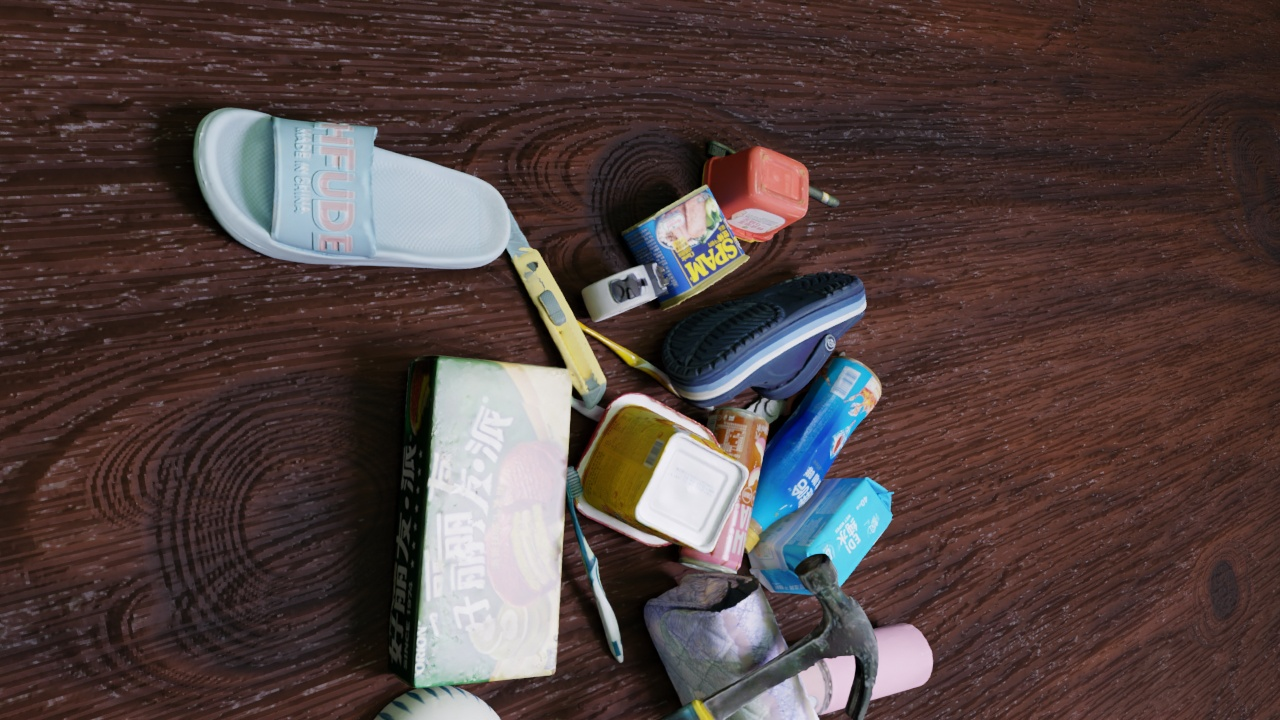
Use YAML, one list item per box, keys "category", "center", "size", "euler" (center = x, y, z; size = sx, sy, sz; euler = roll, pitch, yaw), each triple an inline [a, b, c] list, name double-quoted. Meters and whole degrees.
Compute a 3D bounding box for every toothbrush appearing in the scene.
- category: "toothbrush"
  center: [0.145, -0.196, 0.983]
  size: [0.185, 0.012, 0.017]
  euler: [16, 78, -32]
- category: "toothbrush"
  center: [-0.005, 0.005, 0.841]
  size: [0.191, 0.016, 0.018]
  euler: [32, 76, -26]
- category: "toothbrush"
  center: [-0.037, 0.171, 0.760]
  size: [0.018, 0.016, 0.192]
  euler: [-21, 110, -16]
- category: "toothbrush"
  center: [-0.032, 0.051, 0.811]
  size: [0.189, 0.029, 0.021]
  euler: [25, 24, -29]

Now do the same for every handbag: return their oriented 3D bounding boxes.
- category: "handbag"
  center: [0.084, 0.280, 0.780]
  size: [0.075, 0.134, 0.194]
  euler: [-29, 97, -35]

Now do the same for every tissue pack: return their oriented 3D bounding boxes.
- category: "tissue pack"
  center: [0.176, 0.169, 0.889]
  size: [0.139, 0.090, 0.063]
  euler: [-41, 106, -32]

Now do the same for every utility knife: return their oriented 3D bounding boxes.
- category: "utility knife"
  center: [-0.081, -0.050, 0.791]
  size: [0.030, 0.021, 0.198]
  euler: [-28, 85, -21]

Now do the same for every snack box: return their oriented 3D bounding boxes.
- category: "snack box"
  center: [0.116, -0.166, 0.915]
  size: [0.091, 0.080, 0.082]
  euler: [12, 75, -33]
- category: "snack box"
  center: [-0.121, 0.119, 0.700]
  size: [0.114, 0.063, 0.240]
  euler: [7, 83, -32]

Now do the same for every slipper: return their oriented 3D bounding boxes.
- category: "slipper"
  center: [0.122, -0.014, 0.887]
  size: [0.252, 0.105, 0.095]
  euler: [-27, 115, -34]
- category: "slipper"
  center: [-0.204, -0.123, 0.691]
  size: [0.245, 0.074, 0.104]
  euler: [8, 78, -35]

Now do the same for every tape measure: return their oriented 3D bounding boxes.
- category: "tape measure"
  center: [-0.018, -0.060, 0.812]
  size: [0.065, 0.066, 0.033]
  euler: [-23, 90, -37]

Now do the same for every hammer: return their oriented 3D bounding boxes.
- category: "hammer"
  center: [0.036, 0.282, 0.701]
  size: [0.323, 0.032, 0.126]
  euler: [-32, 95, 1]

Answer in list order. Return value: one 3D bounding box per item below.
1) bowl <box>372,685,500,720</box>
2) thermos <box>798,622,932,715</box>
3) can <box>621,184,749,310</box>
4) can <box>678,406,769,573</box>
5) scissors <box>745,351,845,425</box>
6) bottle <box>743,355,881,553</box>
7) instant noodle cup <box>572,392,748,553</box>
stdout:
- category: "bowl"
  center: [-0.141, 0.299, 0.662]
  size: [0.116, 0.066, 0.116]
  euler: [7, 77, -33]
- category: "thermos"
  center: [0.194, 0.313, 0.897]
  size: [0.198, 0.067, 0.087]
  euler: [-1, 112, -35]
- category: "can"
  center: [0.042, -0.108, 0.869]
  size: [0.101, 0.057, 0.083]
  euler: [-35, 99, -34]
- category: "can"
  center: [0.076, 0.119, 0.841]
  size: [0.058, 0.058, 0.147]
  euler: [22, 73, -30]
- category: "scissors"
  center: [0.135, 0.029, 0.934]
  size: [0.205, 0.015, 0.197]
  euler: [14, 75, -32]
- category: "bottle"
  center: [0.156, 0.094, 0.899]
  size: [0.065, 0.065, 0.218]
  euler: [45, 71, -20]
- category: "instant noodle cup"
  center: [0.019, 0.098, 0.756]
  size: [0.116, 0.124, 0.116]
  euler: [29, 83, -19]
